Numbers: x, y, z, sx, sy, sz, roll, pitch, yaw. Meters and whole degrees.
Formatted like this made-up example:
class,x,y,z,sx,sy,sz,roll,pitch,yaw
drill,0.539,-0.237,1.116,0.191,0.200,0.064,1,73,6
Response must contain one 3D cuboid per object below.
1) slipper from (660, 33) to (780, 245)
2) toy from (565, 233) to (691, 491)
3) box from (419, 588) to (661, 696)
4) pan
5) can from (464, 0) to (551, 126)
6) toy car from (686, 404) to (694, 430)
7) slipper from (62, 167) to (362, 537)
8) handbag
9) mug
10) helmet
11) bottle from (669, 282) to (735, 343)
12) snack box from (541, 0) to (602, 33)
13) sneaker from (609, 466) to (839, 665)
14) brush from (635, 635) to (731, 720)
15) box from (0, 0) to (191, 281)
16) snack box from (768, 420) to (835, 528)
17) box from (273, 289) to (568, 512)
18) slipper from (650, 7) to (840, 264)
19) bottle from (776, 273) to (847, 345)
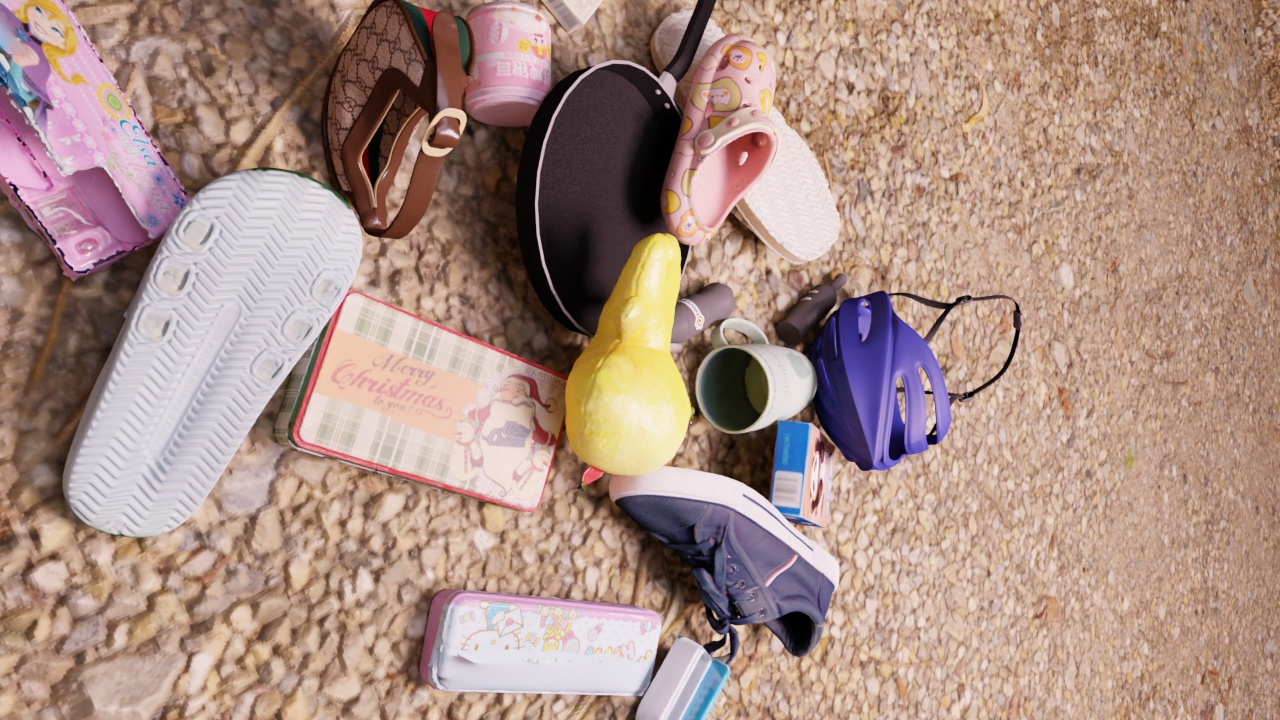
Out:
class,x,y,z,sx,sy,sz,roll,pitch,yaw
slipper,0.084,-0.190,0.799,0.093,0.082,0.197,34,73,-52
toy,-0.004,0.004,0.712,0.133,0.092,0.208,-21,117,-73
box,-0.072,0.227,0.733,0.214,0.036,0.076,18,76,-38
pan,0.000,-0.187,0.777,0.225,0.034,0.355,44,61,-51
can,-0.103,-0.229,0.714,0.067,0.067,0.076,2,85,-40
toy car,0.016,0.031,0.824,0.038,0.027,0.090,-42,115,-30
slipper,-0.268,-0.010,0.564,0.104,0.074,0.245,31,84,-33
handbag,-0.155,-0.153,0.599,0.063,0.167,0.138,0,71,-39
mug,0.110,0.010,0.878,0.103,0.084,0.111,-7,66,-49
helmet,0.282,0.010,0.920,0.241,0.228,0.148,-88,165,-53
bottle,0.043,-0.040,0.845,0.109,0.036,0.036,-29,106,-37
snack box,-0.083,-0.360,0.766,0.150,0.026,0.081,45,62,-30
sneaker,0.072,0.193,0.814,0.294,0.121,0.127,39,51,-35
brush,0.021,0.310,0.783,0.135,0.055,0.075,-58,143,-20
box,-0.340,-0.165,0.505,0.084,0.077,0.230,-39,111,-35
snack box,0.159,0.114,0.893,0.151,0.034,0.087,34,63,-66
box,-0.150,0.035,0.672,0.205,0.050,0.117,26,71,-35
slipper,0.099,-0.213,0.893,0.114,0.054,0.272,-46,107,-30
bottle,0.186,-0.059,0.970,0.112,0.030,0.030,-42,113,-33
